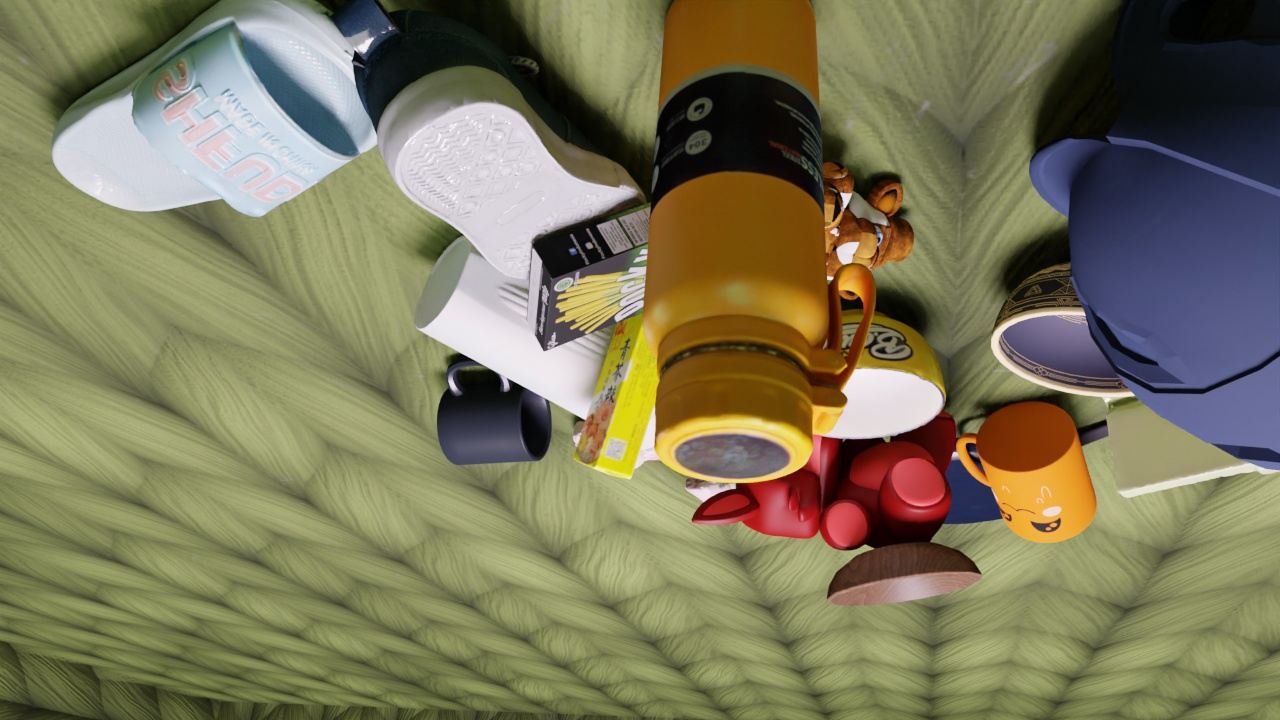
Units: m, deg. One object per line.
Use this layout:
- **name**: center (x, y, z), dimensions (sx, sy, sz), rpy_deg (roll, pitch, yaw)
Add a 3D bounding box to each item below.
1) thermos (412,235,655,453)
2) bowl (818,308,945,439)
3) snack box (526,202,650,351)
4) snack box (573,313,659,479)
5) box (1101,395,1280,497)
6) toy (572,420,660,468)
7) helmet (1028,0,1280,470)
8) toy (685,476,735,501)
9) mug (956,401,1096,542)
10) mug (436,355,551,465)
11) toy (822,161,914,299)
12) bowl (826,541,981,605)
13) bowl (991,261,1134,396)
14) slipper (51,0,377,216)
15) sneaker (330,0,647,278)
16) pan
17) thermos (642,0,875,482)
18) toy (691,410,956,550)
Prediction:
- **thermos**: center (-0.048, -0.008, 0.664), dimensions (0.220, 0.099, 0.100), rpy_deg (28, 143, -30)
- **bowl**: center (0.161, 0.005, 0.676), dimensions (0.117, 0.067, 0.117), rpy_deg (4, 151, 2)
- **snack box**: center (0.005, -0.060, 0.548), dimensions (0.147, 0.025, 0.080), rpy_deg (-23, 158, -20)
- **snack box**: center (-0.004, 0.004, 0.618), dimensions (0.029, 0.148, 0.040), rpy_deg (20, 175, -26)
- **box**: center (0.399, 0.011, 0.596), dimensions (0.047, 0.140, 0.188), rpy_deg (41, 139, -22)
- **toy**: center (-0.010, 0.081, 0.862), dimensions (0.110, 0.047, 0.064), rpy_deg (1, 160, 0)
- **helmet**: center (0.312, -0.060, 0.432), dimensions (0.232, 0.223, 0.272), rpy_deg (10, -173, -10)
- **toy**: center (0.105, 0.130, 0.929), dimensions (0.099, 0.052, 0.096), rpy_deg (-5, 162, 23)
- **mug**: center (0.324, 0.091, 0.789), dimensions (0.113, 0.077, 0.096), rpy_deg (17, 148, 49)
- **mug**: center (-0.131, 0.040, 0.795), dimensions (0.077, 0.071, 0.105), rpy_deg (-5, 123, 17)
- **toy**: center (0.116, -0.072, 0.541), dimensions (0.112, 0.067, 0.087), rpy_deg (0, 120, -30)
- **bowl**: center (0.200, 0.163, 0.709), dimensions (0.118, 0.030, 0.118), rpy_deg (-6, 156, -3)
- **bowl**: center (0.292, -0.029, 0.594), dimensions (0.112, 0.061, 0.112), rpy_deg (18, 160, 7)
- **slipper**: center (-0.235, -0.121, 0.505), dimensions (0.246, 0.074, 0.104), rpy_deg (-10, 149, 28)
- **sneaker**: center (-0.072, -0.111, 0.490), dimensions (0.089, 0.087, 0.235), rpy_deg (-34, 162, 10)
- **pan**: center (0.358, 0.098, 0.865), dimensions (0.198, 0.021, 0.358), rpy_deg (20, 147, -25)
- **thermos**: center (0.049, -0.066, 0.397), dimensions (0.092, 0.232, 0.076), rpy_deg (-10, 147, 23)
- **toy**: center (0.158, 0.096, 0.768), dimensions (0.197, 0.158, 0.121), rpy_deg (3, 118, 20)
